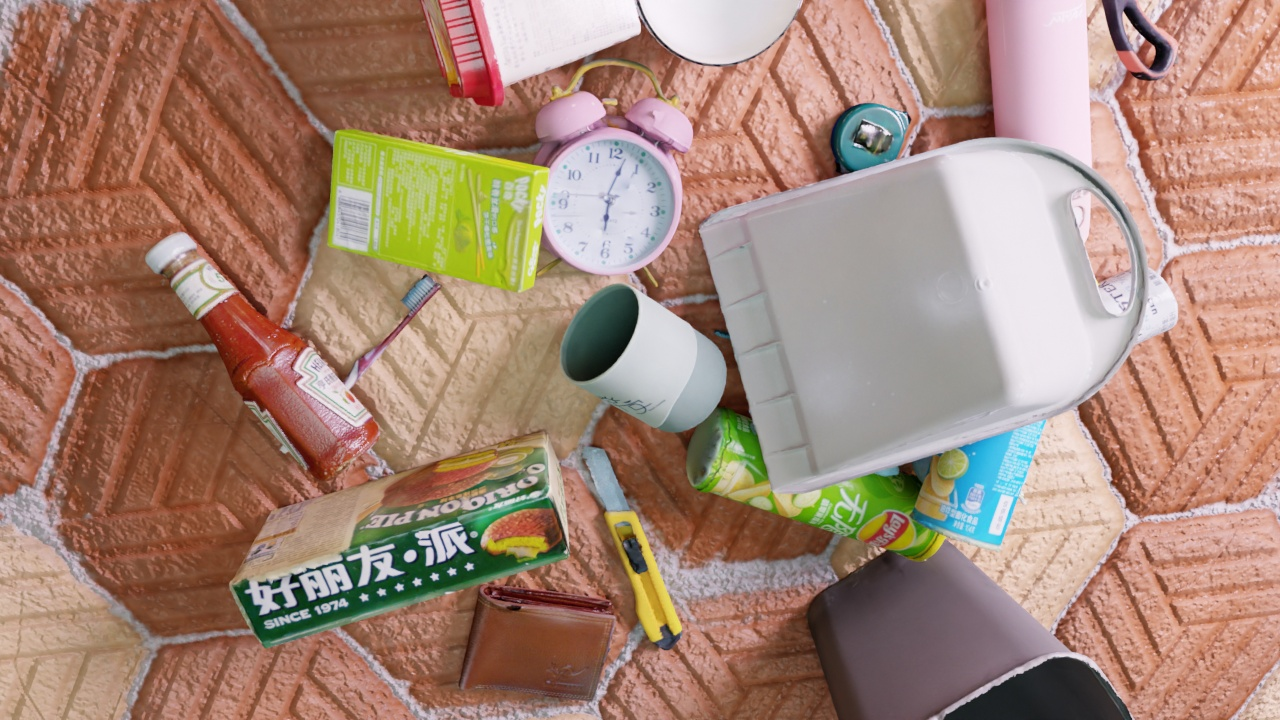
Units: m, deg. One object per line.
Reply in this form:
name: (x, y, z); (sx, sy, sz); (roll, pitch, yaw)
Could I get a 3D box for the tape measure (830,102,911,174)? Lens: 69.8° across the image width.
tape measure: (0.172, -0.165, 0.691); (0.054, 0.025, 0.058); (15, 106, -13)

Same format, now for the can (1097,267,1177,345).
can: (0.352, -0.022, 0.745); (0.147, 0.058, 0.058); (-25, 110, 2)

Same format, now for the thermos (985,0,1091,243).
thermos: (0.288, -0.174, 0.678); (0.087, 0.067, 0.199); (-16, 111, -13)

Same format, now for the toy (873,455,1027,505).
toy: (0.256, 0.064, 0.757); (0.161, 0.050, 0.156); (-32, 88, -21)

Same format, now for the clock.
clock: (-0.022, -0.135, 0.661); (0.117, 0.059, 0.159); (4, 107, -8)

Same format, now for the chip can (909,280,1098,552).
chip can: (0.269, 0.032, 0.687); (0.071, 0.071, 0.210); (17, 95, -12)

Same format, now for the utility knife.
utility knife: (-0.008, 0.165, 0.791); (0.033, 0.015, 0.218); (-21, 110, -2)

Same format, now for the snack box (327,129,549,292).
snack box: (-0.144, -0.106, 0.643); (0.156, 0.026, 0.086); (14, 108, 14)

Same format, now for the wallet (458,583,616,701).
wallet: (-0.090, 0.251, 0.805); (0.124, 0.032, 0.101); (10, 110, -9)

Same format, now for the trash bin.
trash bin: (0.256, 0.278, 0.755); (0.199, 0.219, 0.199); (-34, 110, 5)

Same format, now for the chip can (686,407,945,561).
chip can: (0.146, 0.102, 0.757); (0.221, 0.072, 0.073); (19, 106, -13)

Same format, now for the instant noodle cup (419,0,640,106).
instant noodle cup: (-0.075, -0.235, 0.598); (0.124, 0.116, 0.117); (-18, 111, -12)

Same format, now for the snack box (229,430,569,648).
snack box: (-0.177, 0.132, 0.708); (0.240, 0.114, 0.063); (-16, 110, -2)

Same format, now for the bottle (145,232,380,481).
bottle: (-0.277, -0.004, 0.672); (0.060, 0.059, 0.206); (-38, 99, 7)

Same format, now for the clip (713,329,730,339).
clip: (0.089, -0.023, 0.738); (0.055, 0.013, 0.034); (22, 106, -14)

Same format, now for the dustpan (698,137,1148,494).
dustpan: (0.208, -0.041, 0.662); (0.142, 0.259, 0.222); (-10, 83, -46)

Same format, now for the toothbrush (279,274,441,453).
toothbrush: (-0.221, 0.005, 0.710); (0.017, 0.016, 0.188); (43, 100, -10)

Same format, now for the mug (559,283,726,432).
mug: (-0.004, 0.004, 0.698); (0.106, 0.112, 0.082); (30, 61, -37)

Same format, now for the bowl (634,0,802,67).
bowl: (0.048, -0.261, 0.621); (0.116, 0.066, 0.116); (-2, 111, -6)

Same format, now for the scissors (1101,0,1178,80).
scissors: (0.333, -0.278, 0.632); (0.213, 0.015, 0.197); (-32, 120, -21)
